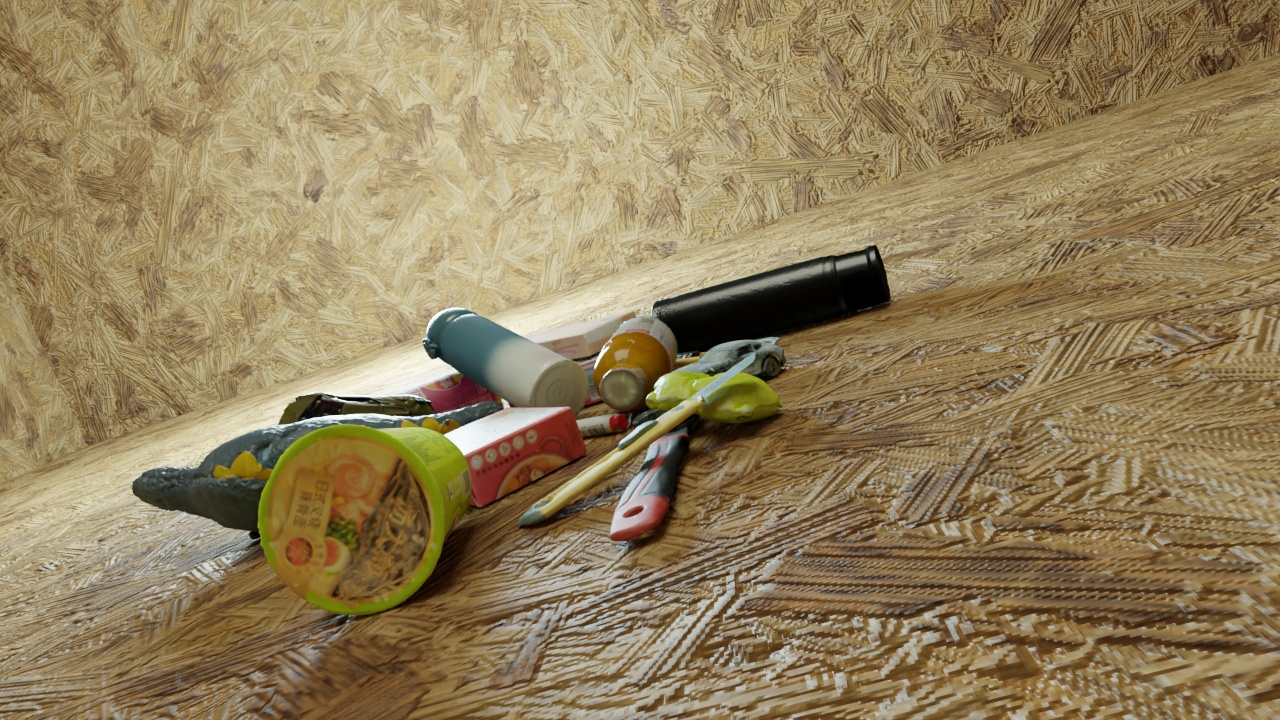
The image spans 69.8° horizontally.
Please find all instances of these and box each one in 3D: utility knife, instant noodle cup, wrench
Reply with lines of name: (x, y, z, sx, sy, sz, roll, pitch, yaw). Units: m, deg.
utility knife: (0.044, 0.000, 0.942, 0.033, 0.015, 0.216, -22, 9, -35)
instant noodle cup: (-0.163, 0.090, 0.589, 0.112, 0.111, 0.123, -18, 1, 5)
wrench: (0.012, 0.066, 0.626, 0.056, 0.016, 0.273, -21, 8, 8)
utility knife: (0.004, 0.053, 0.621, 0.204, 0.021, 0.031, -30, 14, -17)

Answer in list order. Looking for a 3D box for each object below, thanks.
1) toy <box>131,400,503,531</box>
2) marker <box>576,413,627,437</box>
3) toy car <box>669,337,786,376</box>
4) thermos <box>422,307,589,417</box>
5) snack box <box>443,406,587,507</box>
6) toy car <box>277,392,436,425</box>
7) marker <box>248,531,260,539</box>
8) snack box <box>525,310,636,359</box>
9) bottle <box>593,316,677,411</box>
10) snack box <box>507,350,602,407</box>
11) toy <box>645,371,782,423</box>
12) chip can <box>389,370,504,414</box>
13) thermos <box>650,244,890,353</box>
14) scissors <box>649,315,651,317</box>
toy: (-0.298, 0.095, 0.811, 0.356, 0.091, 0.137, -11, 11, 4)
marker: (-0.072, 0.063, 0.805, 0.146, 0.017, 0.017, -12, 11, 35)
toy car: (0.069, 0.006, 0.776, 0.120, 0.037, 0.054, -19, 8, -35)
thermos: (-0.139, 0.001, 0.900, 0.070, 0.070, 0.221, -25, 31, -32)
snack box: (-0.127, 0.079, 0.737, 0.126, 0.044, 0.113, -23, 11, -33)
toy car: (-0.277, 0.067, 0.902, 0.158, 0.070, 0.042, 1, -21, -4)
marker: (-0.306, 0.134, 0.859, 0.123, 0.015, 0.018, -27, 14, -35)
snack box: (-0.083, -0.019, 0.994, 0.158, 0.026, 0.084, -10, 11, 43)
bottle: (-0.005, 0.005, 0.851, 0.068, 0.068, 0.189, -17, 10, 10)
snack box: (-0.088, 0.025, 0.969, 0.127, 0.044, 0.113, -18, 9, 7)
toy: (0.055, 0.025, 0.677, 0.100, 0.031, 0.096, 0, 15, 12)
chip can: (-0.253, 0.067, 0.966, 0.210, 0.071, 0.071, -21, 10, -15)
thermos: (0.139, -0.056, 0.973, 0.243, 0.068, 0.090, -13, -22, 21)
scissors: (-0.032, -0.022, 1.108, 0.171, 0.019, 0.170, -27, 0, -27)
